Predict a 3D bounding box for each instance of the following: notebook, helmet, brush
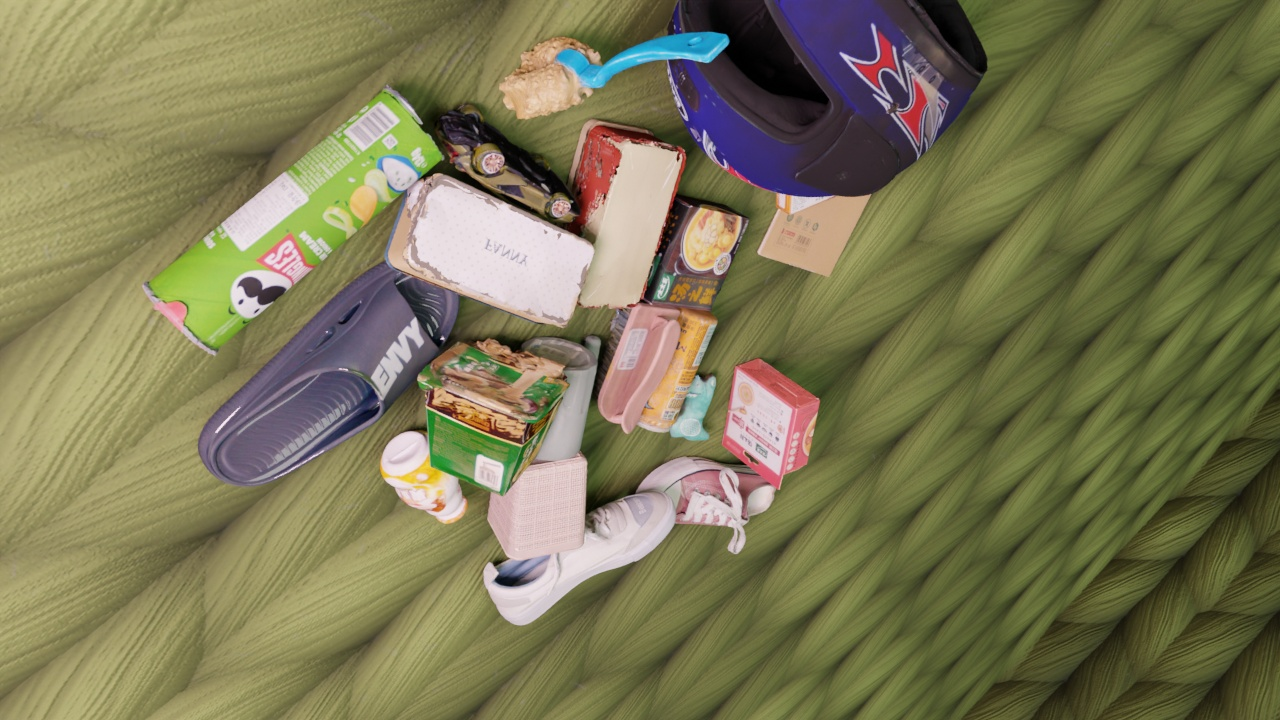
[{"bbox_3d":[0.232,-0.207,1.103,0.147,0.008,0.208,9,112,-44],"label":"notebook"},{"bbox_3d":[0.139,-0.271,0.802,0.241,0.247,0.315,-30,155,32],"label":"helmet"},{"bbox_3d":[-0.026,-0.225,0.699,0.083,0.255,0.046,-48,122,-20],"label":"brush"},{"bbox_3d":[-0.006,0.006,1.001,0.063,0.073,0.146,3,118,-43],"label":"brush"}]

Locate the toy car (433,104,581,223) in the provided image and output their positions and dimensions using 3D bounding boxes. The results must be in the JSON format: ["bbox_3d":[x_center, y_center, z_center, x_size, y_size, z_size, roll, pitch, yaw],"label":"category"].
[{"bbox_3d":[-0.111,-0.163,0.791,0.042,0.070,0.158,-43,140,19],"label":"toy car"}]

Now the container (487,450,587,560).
[{"bbox_3d":[-0.110,0.138,0.988,0.089,0.090,0.111,-7,120,-26],"label":"container"}]

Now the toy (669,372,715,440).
[{"bbox_3d":[0.060,0.055,1.127,0.096,0.030,0.092,10,106,-36],"label":"toy"}]

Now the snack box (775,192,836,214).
[{"bbox_3d":[0.221,-0.227,1.054,0.153,0.026,0.075,-24,132,-25],"label":"snack box"}]

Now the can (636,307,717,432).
[{"bbox_3d":[0.035,0.006,1.047,0.058,0.058,0.146,5,115,-43],"label":"can"}]

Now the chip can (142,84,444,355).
[{"bbox_3d":[-0.260,-0.108,0.701,0.235,0.072,0.072,-43,138,-9],"label":"chip can"}]

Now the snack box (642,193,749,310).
[{"bbox_3d":[0.042,-0.116,0.978,0.125,0.053,0.113,0,118,-47],"label":"snack box"}]

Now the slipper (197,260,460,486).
[{"bbox_3d":[-0.253,0.024,0.794,0.268,0.083,0.111,-42,139,-8],"label":"slipper"}]

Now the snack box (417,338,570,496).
[{"bbox_3d":[-0.138,0.057,0.855,0.117,0.118,0.106,-51,159,-62],"label":"snack box"}]

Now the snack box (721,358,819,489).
[{"bbox_3d":[0.164,0.080,1.169,0.044,0.113,0.127,-18,129,-33],"label":"snack box"}]

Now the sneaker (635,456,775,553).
[{"bbox_3d":[0.100,0.186,1.206,0.240,0.088,0.118,6,114,-40],"label":"sneaker"}]

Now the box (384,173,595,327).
[{"bbox_3d":[-0.122,-0.090,0.794,0.184,0.059,0.089,24,84,-37],"label":"box"}]

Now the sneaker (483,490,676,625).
[{"bbox_3d":[-0.074,0.211,1.078,0.242,0.089,0.091,-31,129,-8],"label":"sneaker"}]

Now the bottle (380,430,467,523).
[{"bbox_3d":[-0.210,0.119,0.910,0.063,0.063,0.108,-38,136,-14],"label":"bottle"}]

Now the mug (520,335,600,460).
[{"bbox_3d":[-0.084,0.033,0.958,0.123,0.084,0.103,-33,141,-59],"label":"mug"}]

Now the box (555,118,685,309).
[{"bbox_3d":[-0.023,-0.135,0.881,0.091,0.080,0.168,-2,119,-40],"label":"box"}]
